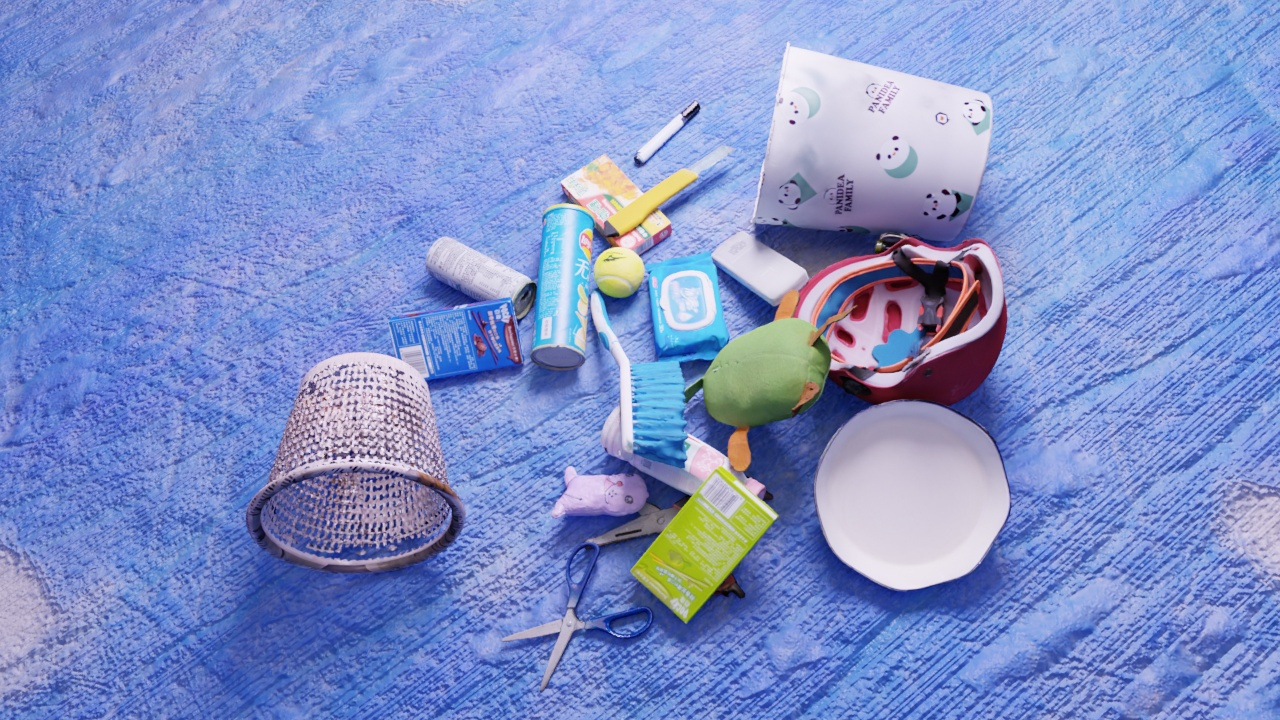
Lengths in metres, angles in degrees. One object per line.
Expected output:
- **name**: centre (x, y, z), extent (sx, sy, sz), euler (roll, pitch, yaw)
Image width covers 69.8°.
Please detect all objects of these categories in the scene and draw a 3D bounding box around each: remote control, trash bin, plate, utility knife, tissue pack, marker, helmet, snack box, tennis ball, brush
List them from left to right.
- **trash bin**: centre (-0.317, 0.107, 1.045), extent (0.227, 0.228, 0.191), euler (-11, 51, 0)
- **snack box**: centre (-0.232, -0.025, 1.161), extent (0.157, 0.026, 0.084), euler (-9, 106, 1)
- **snack box**: centre (-0.034, -0.210, 1.254), extent (0.077, 0.027, 0.155), euler (-36, 66, -12)
- **tennis ball**: centre (-0.028, -0.114, 1.186), extent (0.065, 0.065, 0.065), euler (-2, 64, 5)
- **brush**: centre (-0.006, 0.006, 1.088), extent (0.109, 0.061, 0.313), euler (-1, 39, -1)
- **marker**: centre (0.038, -0.326, 1.306), extent (0.018, 0.023, 0.130), euler (40, 73, 16)
- **utility knife**: centre (0.039, -0.228, 1.230), extent (0.219, 0.015, 0.033), euler (-36, 65, -10)
- **tissue pack**: centre (0.059, -0.069, 1.162), extent (0.095, 0.052, 0.157), euler (-8, 64, 2)
- **snack box**: centre (0.069, 0.200, 1.000), extent (0.086, 0.026, 0.156), euler (40, 101, 13)
- **remote control**: centre (0.148, -0.117, 1.159), extent (0.058, 0.021, 0.150), euler (-38, 39, -5)
- **trash bin**: centre (0.283, -0.259, 1.146), extent (0.252, 0.230, 0.229), euler (11, 66, 4)
- **helmet**: centre (0.307, -0.027, 1.067), extent (0.240, 0.144, 0.206), euler (3, 54, 41)
- **plate**: centre (0.291, 0.143, 0.998), extent (0.205, 0.045, 0.205), euler (0, 93, 8)

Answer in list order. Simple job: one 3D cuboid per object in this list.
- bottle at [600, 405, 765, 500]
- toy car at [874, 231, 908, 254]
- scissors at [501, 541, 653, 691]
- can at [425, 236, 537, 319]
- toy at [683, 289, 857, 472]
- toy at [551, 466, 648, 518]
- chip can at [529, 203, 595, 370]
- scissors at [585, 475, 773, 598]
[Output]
- **bottle**: centre (0.049, 0.117, 1.056), extent (0.197, 0.068, 0.068), euler (27, 70, 23)
- **toy car**: centre (0.311, -0.122, 1.141), extent (0.042, 0.091, 0.035), euler (9, 47, 13)
- **scissors**: centre (-0.069, 0.284, 1.024), extent (0.176, 0.012, 0.162), euler (0, 73, 4)
- **can**: centre (-0.211, -0.109, 1.208), extent (0.147, 0.058, 0.058), euler (27, 70, 17)
- **toy**: centre (0.144, 0.017, 1.029), extent (0.090, 0.247, 0.226), euler (32, 68, -20)
- **toy**: centre (-0.043, 0.154, 1.064), extent (0.108, 0.039, 0.083), euler (-3, 37, 10)
- **chip can**: centre (-0.099, -0.096, 1.183), extent (0.071, 0.071, 0.209), euler (-1, 65, 6)
- **scissors**: centre (0.046, 0.187, 1.061), extent (0.226, 0.015, 0.188), euler (36, 72, 22)
